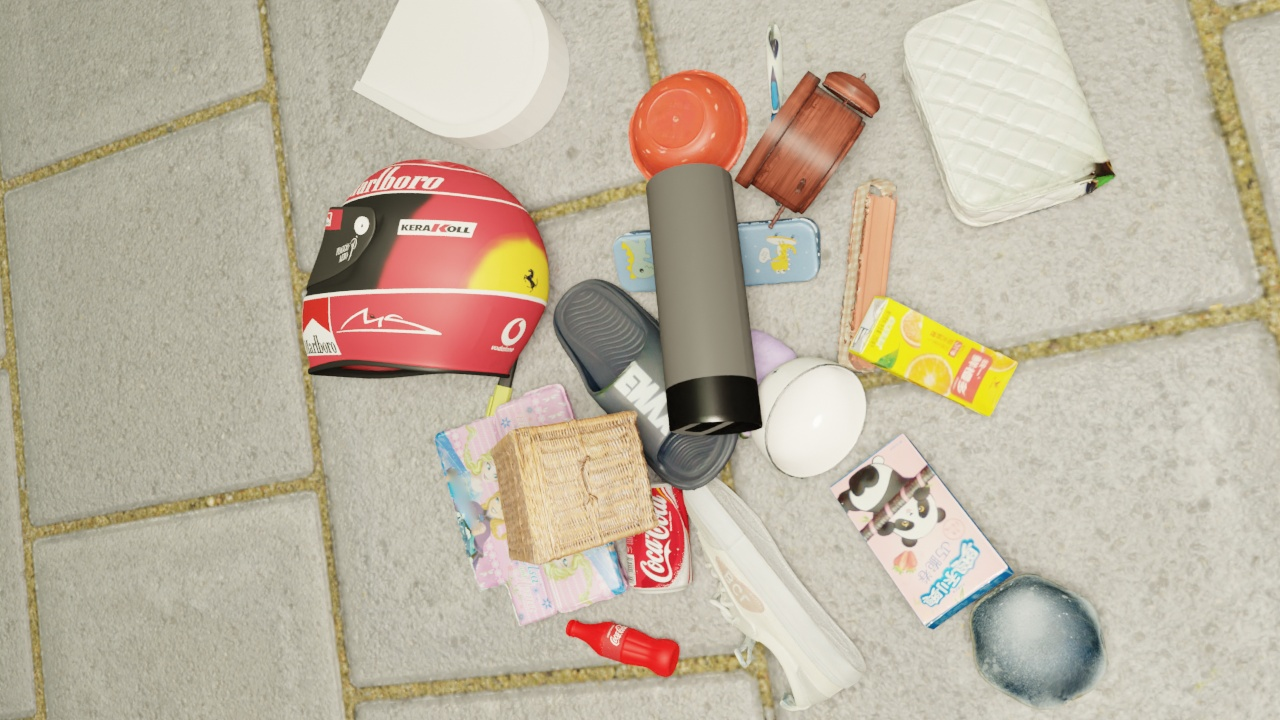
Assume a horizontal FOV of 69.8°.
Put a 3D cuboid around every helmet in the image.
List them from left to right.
[{"bbox_3d":[-0.224,-0.093,0.953,0.271,0.197,0.224,1,87,29],"label":"helmet"}]

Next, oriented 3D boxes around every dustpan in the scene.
[{"bbox_3d":[-0.203,-0.349,1.036,0.258,0.053,0.191,31,97,19],"label":"dustpan"}]

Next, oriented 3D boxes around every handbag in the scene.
[{"bbox_3d":[0.323,-0.225,0.826,0.139,0.072,0.194,-16,80,10],"label":"handbag"}]

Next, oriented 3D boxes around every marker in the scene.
[{"bbox_3d":[-0.149,0.016,1.010,0.017,0.021,0.124,14,90,65],"label":"marker"}]

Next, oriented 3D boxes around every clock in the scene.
[{"bbox_3d":[0.158,-0.207,0.848,0.072,0.121,0.157,35,76,1],"label":"clock"}]

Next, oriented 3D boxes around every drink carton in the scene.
[{"bbox_3d":[0.262,-0.003,0.824,0.134,0.043,0.058,25,94,-5],"label":"drink carton"}]

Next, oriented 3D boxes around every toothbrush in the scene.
[{"bbox_3d":[0.136,-0.249,0.923,0.016,0.017,0.189,-3,86,21],"label":"toothbrush"}]

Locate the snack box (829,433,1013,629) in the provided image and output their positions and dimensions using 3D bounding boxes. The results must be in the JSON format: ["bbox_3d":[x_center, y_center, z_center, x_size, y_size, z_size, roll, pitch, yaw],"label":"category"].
[{"bbox_3d":[0.248,0.151,0.822,0.088,0.033,0.154,-40,54,14],"label":"snack box"}]

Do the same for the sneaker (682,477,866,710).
[{"bbox_3d":[0.101,0.219,0.869,0.091,0.089,0.242,-41,75,15],"label":"sneaker"}]

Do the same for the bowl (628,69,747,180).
[{"bbox_3d":[0.042,-0.242,0.943,0.131,0.045,0.130,-1,86,20],"label":"bowl"}]

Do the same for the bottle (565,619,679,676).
[{"bbox_3d":[-0.021,0.289,0.937,0.119,0.036,0.036,11,90,21],"label":"bottle"}]

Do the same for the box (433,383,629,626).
[{"bbox_3d":[-0.120,0.156,0.966,0.159,0.035,0.230,-20,79,4],"label":"box"}]

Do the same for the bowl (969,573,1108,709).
[{"bbox_3d":[0.342,0.239,0.796,0.110,0.055,0.110,-1,86,20],"label":"bowl"}]

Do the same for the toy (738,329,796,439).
[{"bbox_3d":[0.107,0.020,0.908,0.080,0.036,0.100,38,96,29],"label":"toy"}]

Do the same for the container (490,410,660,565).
[{"bbox_3d":[-0.066,0.118,0.845,0.112,0.199,0.113,-10,82,-15],"label":"container"}]

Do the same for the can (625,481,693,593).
[{"bbox_3d":[0.017,0.175,0.915,0.064,0.064,0.104,-6,84,20],"label":"can"}]

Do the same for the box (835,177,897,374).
[{"bbox_3d":[0.216,-0.079,0.879,0.056,0.064,0.188,10,87,-15],"label":"box"}]

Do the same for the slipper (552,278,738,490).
[{"bbox_3d":[-0.005,0.005,0.900,0.111,0.083,0.268,-42,61,2],"label":"slipper"}]

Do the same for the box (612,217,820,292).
[{"bbox_3d":[0.073,-0.105,0.917,0.210,0.058,0.068,-2,88,21],"label":"box"}]

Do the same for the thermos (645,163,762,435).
[{"bbox_3d":[0.056,-0.052,0.837,0.082,0.082,0.240,-11,73,19],"label":"thermos"}]

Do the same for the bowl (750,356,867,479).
[{"bbox_3d":[0.149,0.047,0.861,0.113,0.113,0.063,-62,33,6],"label":"bowl"}]
